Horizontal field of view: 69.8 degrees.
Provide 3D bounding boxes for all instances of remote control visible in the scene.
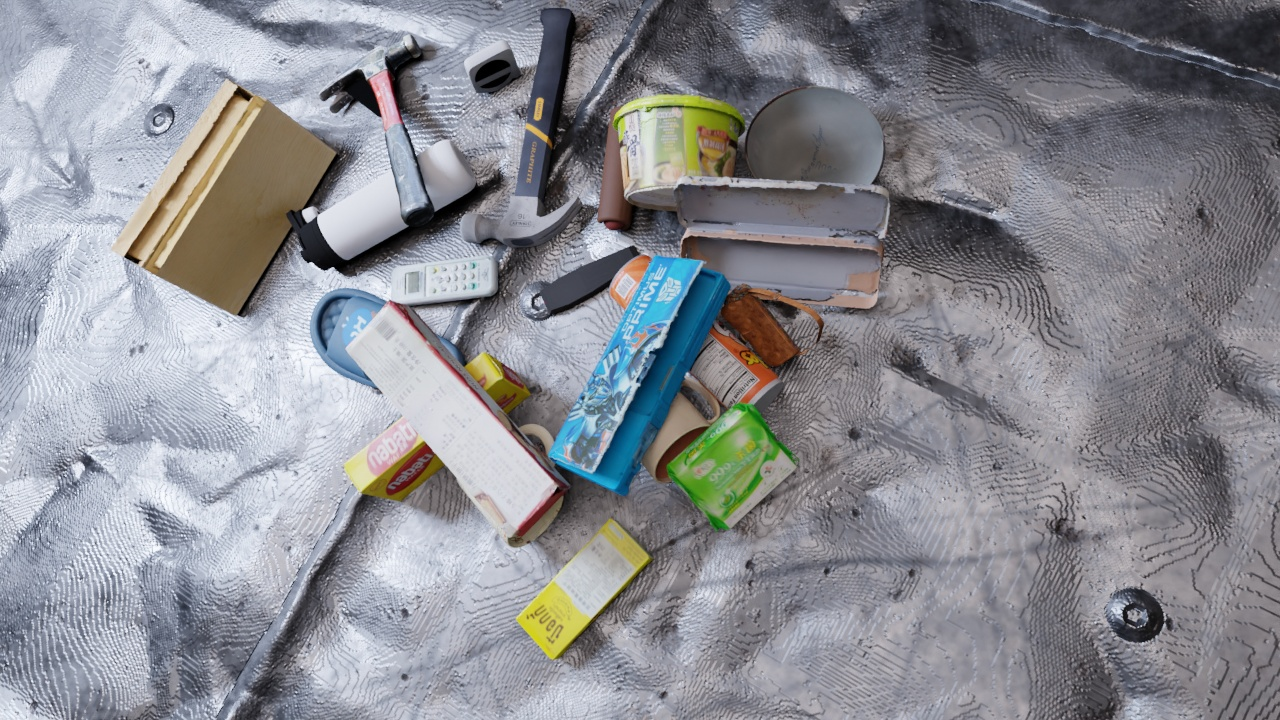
[{"bbox_3d":[-0.057,-0.095,1.067,0.125,0.010,0.039,-27,72,4],"label":"remote control"},{"bbox_3d":[-0.234,-0.094,1.100,0.133,0.022,0.050,-6,75,11],"label":"remote control"}]

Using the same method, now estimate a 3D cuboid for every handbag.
[{"bbox_3d":[0.136,-0.033,0.910,0.043,0.196,0.093,-41,99,-7],"label":"handbag"}]

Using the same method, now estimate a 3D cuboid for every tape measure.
[{"bbox_3d":[-0.182,-0.361,1.136,0.065,0.064,0.016,-27,72,-3],"label":"tape measure"}]

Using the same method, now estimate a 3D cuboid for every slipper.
[{"bbox_3d":[-0.305,-0.015,1.078,0.214,0.059,0.103,26,85,16],"label":"slipper"}]

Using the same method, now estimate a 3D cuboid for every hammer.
[{"bbox_3d":[-0.127,-0.289,1.121,0.139,0.035,0.312,4,77,12],"label":"hammer"},{"bbox_3d":[-0.303,-0.271,1.103,0.140,0.036,0.325,-28,53,5],"label":"hammer"}]

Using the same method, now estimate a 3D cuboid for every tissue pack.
[{"bbox_3d":[0.095,0.110,0.938,0.114,0.034,0.099,-43,114,-1],"label":"tissue pack"}]

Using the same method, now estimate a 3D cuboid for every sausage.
[{"bbox_3d":[-0.023,-0.226,1.079,0.040,0.040,0.155,3,77,13],"label":"sausage"}]

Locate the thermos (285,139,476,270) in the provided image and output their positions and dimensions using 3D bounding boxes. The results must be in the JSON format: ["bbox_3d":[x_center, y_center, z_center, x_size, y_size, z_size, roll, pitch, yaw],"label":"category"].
[{"bbox_3d":[-0.320,-0.198,1.126,0.230,0.068,0.101,-29,63,5],"label":"thermos"}]

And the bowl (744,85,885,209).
[{"bbox_3d":[0.192,-0.224,1.017,0.151,0.057,0.150,-3,73,8],"label":"bowl"}]

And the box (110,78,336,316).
[{"bbox_3d":[-0.516,-0.203,1.137,0.148,0.141,0.248,28,84,10],"label":"box"}]

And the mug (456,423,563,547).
[{"bbox_3d":[-0.135,0.124,0.991,0.097,0.081,0.122,37,102,26],"label":"mug"}]

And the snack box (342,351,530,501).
[{"bbox_3d":[-0.223,0.076,1.017,0.200,0.092,0.042,-39,71,1],"label":"snack box"}]

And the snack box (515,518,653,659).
[{"bbox_3d":[-0.059,0.242,0.973,0.149,0.025,0.061,-46,72,-1],"label":"snack box"}]

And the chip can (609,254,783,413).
[{"bbox_3d":[0.058,-0.025,0.995,0.062,0.062,0.210,-45,71,-1],"label":"chip can"}]

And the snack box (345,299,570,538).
[{"bbox_3d":[-0.189,0.057,0.945,0.077,0.044,0.273,-46,75,5],"label":"snack box"}]

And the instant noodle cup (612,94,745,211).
[{"bbox_3d":[0.041,-0.223,1.012,0.146,0.146,0.098,2,87,13],"label":"instant noodle cup"}]

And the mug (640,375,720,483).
[{"bbox_3d":[0.029,0.058,0.978,0.111,0.085,0.104,-27,57,-25],"label":"mug"}]

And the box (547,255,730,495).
[{"bbox_3d":[-0.006,0.005,0.921,0.091,0.066,0.243,20,78,32],"label":"box"}]

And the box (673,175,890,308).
[{"bbox_3d":[0.146,-0.127,0.961,0.217,0.157,0.063,6,55,14],"label":"box"}]
